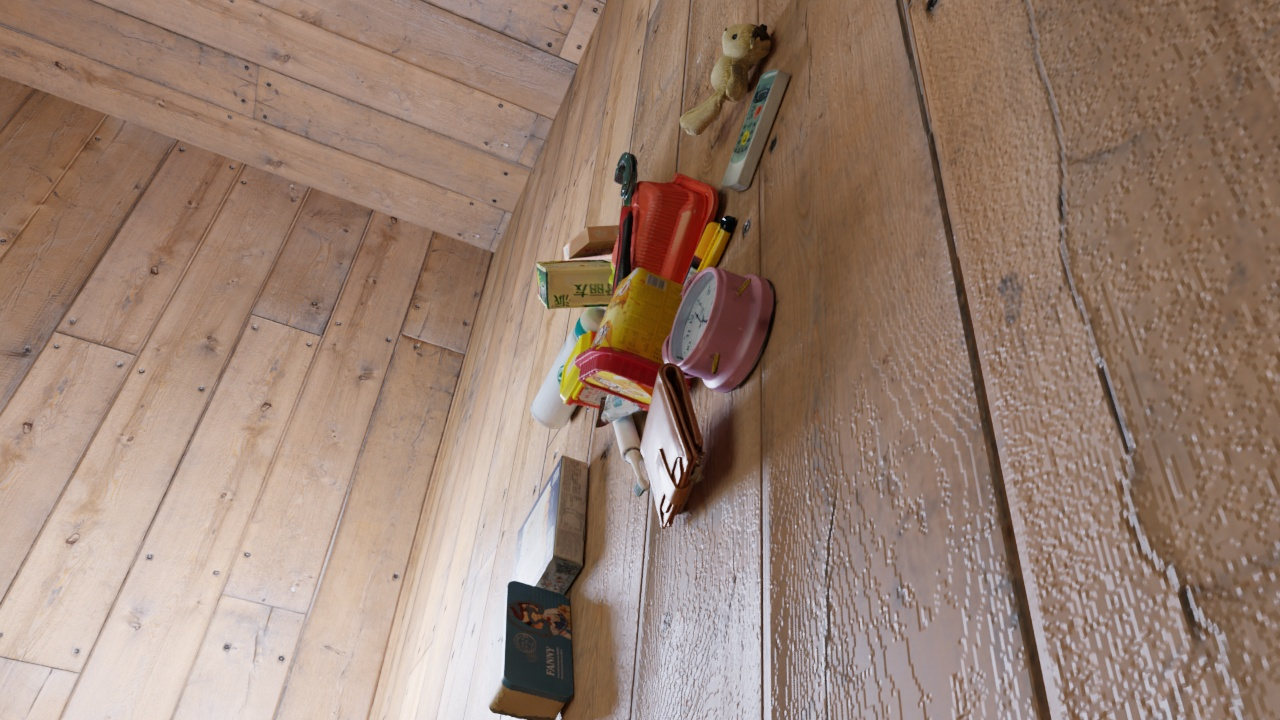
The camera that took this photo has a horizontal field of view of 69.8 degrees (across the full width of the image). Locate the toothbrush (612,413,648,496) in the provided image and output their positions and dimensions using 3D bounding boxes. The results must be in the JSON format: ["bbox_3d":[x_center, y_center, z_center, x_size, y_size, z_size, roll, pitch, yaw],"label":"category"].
[{"bbox_3d":[-0.013,0.098,1.081,0.026,0.026,0.221,-60,18,15],"label":"toothbrush"}]

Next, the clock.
[{"bbox_3d":[0.068,-0.034,0.890,0.158,0.059,0.117,-170,99,-75],"label":"clock"}]

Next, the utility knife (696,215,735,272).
[{"bbox_3d":[0.057,-0.070,1.054,0.033,0.015,0.217,-98,30,-64],"label":"utility knife"}]

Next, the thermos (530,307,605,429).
[{"bbox_3d":[-0.100,0.012,1.406,0.073,0.073,0.225,-88,23,-47],"label":"thermos"}]

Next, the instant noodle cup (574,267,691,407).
[{"bbox_3d":[0.002,-0.025,1.007,0.116,0.116,0.123,153,136,-69],"label":"instant noodle cup"}]

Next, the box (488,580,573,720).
[{"bbox_3d":[-0.130,0.346,1.080,0.184,0.089,0.060,-108,40,-62],"label":"box"}]

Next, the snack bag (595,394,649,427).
[{"bbox_3d":[-0.014,0.050,1.093,0.104,0.026,0.048,-25,46,43],"label":"snack bag"}]

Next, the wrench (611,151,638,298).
[{"bbox_3d":[-0.021,-0.156,1.131,0.056,0.016,0.272,129,149,-51],"label":"wrench"}]

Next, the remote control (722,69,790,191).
[{"bbox_3d":[0.127,-0.256,1.024,0.056,0.019,0.135,-140,69,-73],"label":"remote control"}]

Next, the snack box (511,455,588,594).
[{"bbox_3d":[-0.126,0.254,1.253,0.177,0.045,0.183,-90,24,-50],"label":"snack box"}]

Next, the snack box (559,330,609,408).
[{"bbox_3d":[-0.056,0.019,1.220,0.081,0.080,0.091,-86,21,-45],"label":"snack box"}]

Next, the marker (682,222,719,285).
[{"bbox_3d":[0.064,-0.103,1.068,0.015,0.018,0.124,-15,-48,-59],"label":"marker"}]

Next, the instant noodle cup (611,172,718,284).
[{"bbox_3d":[0.024,-0.154,1.152,0.189,0.079,0.165,-131,57,-67],"label":"instant noodle cup"}]

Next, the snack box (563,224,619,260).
[{"bbox_3d":[-0.067,-0.189,1.489,0.157,0.084,0.026,164,99,-72],"label":"snack box"}]

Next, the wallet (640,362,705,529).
[{"bbox_3d":[0.028,0.083,0.868,0.132,0.031,0.107,102,158,-52],"label":"wallet"}]

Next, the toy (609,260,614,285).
[{"bbox_3d":[-0.008,-0.142,1.277,0.099,0.031,0.097,-47,-17,-30],"label":"toy"}]

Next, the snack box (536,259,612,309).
[{"bbox_3d":[-0.098,-0.121,1.419,0.240,0.114,0.063,-142,49,-77],"label":"snack box"}]

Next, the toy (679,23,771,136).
[{"bbox_3d":[0.101,-0.344,1.129,0.158,0.066,0.104,-51,7,33],"label":"toy"}]
